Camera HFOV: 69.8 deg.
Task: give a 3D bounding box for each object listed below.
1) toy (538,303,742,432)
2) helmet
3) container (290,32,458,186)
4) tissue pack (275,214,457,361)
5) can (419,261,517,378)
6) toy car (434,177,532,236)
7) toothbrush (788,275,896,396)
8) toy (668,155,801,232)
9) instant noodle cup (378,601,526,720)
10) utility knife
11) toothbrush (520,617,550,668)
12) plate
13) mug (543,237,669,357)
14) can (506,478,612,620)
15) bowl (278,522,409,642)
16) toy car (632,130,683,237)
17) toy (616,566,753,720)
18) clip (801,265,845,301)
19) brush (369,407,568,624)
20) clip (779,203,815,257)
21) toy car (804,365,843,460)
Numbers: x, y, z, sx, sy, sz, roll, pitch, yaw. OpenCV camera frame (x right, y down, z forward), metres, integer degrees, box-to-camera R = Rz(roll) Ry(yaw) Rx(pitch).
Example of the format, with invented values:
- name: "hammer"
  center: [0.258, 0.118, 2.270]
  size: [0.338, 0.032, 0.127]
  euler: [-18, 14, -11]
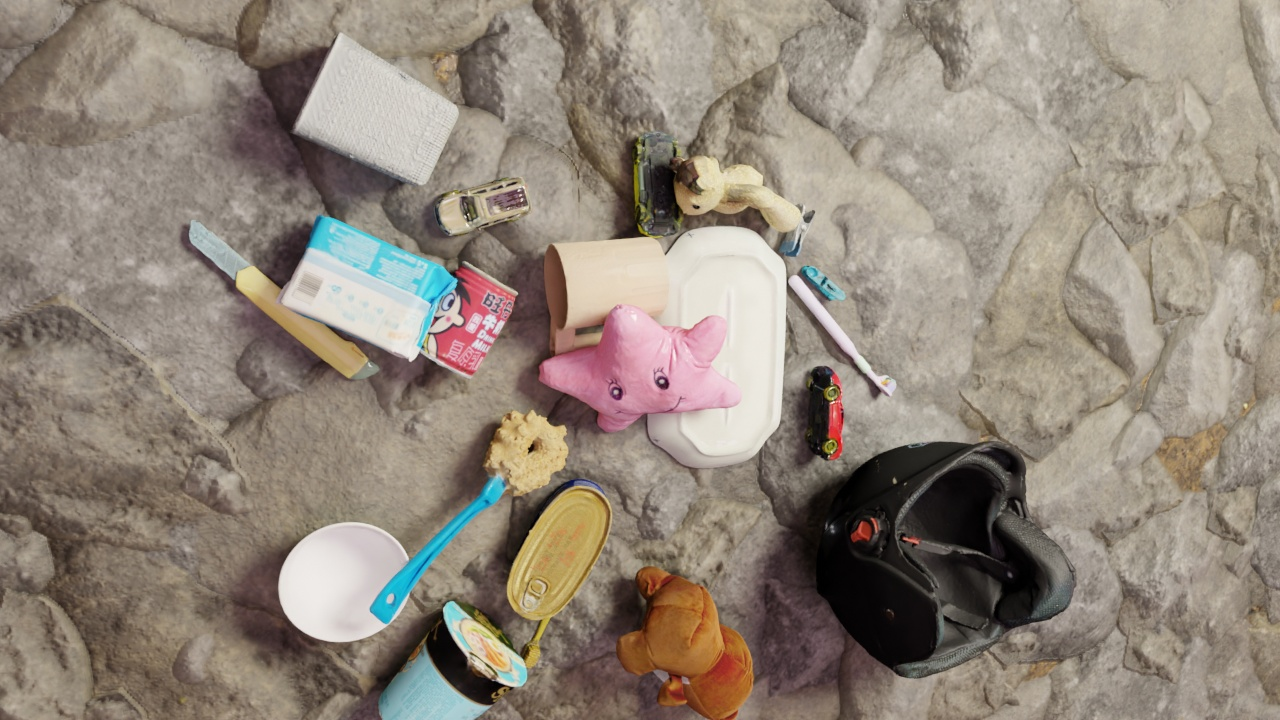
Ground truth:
- name: "toy"
  center: [-0.005, 0.005, 0.892]
  size: [0.195, 0.074, 0.179]
  euler: [-11, 137, 12]
- name: "helmet"
  center: [0.309, 0.203, 0.993]
  size: [0.233, 0.230, 0.275]
  euler: [-2, 104, -34]
- name: "container"
  center: [-0.228, -0.210, 0.794]
  size: [0.114, 0.090, 0.090]
  euler: [25, 93, -25]
- name: "tissue pack"
  center: [-0.243, -0.064, 0.815]
  size: [0.140, 0.063, 0.090]
  euler: [23, 83, 1]
- name: "can"
  center: [-0.164, -0.039, 0.864]
  size: [0.066, 0.066, 0.094]
  euler: [31, 90, -22]
- name: "toy car"
  center: [-0.148, -0.145, 0.864]
  size: [0.090, 0.035, 0.042]
  euler: [-17, 106, -12]
- name: "toothbrush"
  center: [0.226, -0.028, 1.026]
  size: [0.021, 0.029, 0.189]
  euler: [-33, 114, 30]
- name: "toy"
  center: [0.096, -0.163, 0.916]
  size: [0.157, 0.105, 0.066]
  euler: [11, 119, -38]
- name: "instant noodle cup"
  center: [-0.195, 0.323, 0.918]
  size: [0.120, 0.111, 0.111]
  euler: [-45, 112, 3]
- name: "utility knife"
  center: [-0.324, -0.049, 0.832]
  size: [0.031, 0.021, 0.207]
  euler: [-49, 118, -9]
- name: "toothbrush"
  center: [-0.082, 0.242, 0.981]
  size: [0.015, 0.016, 0.190]
  euler: [24, 93, -23]
- name: "plate"
  center: [0.088, -0.008, 0.974]
  size: [0.162, 0.034, 0.266]
  euler: [-2, 103, -18]
- name: "mug"
  center: [-0.036, -0.060, 0.904]
  size: [0.103, 0.084, 0.125]
  euler: [-8, 129, -19]
- name: "can"
  center: [-0.084, 0.192, 0.943]
  size: [0.074, 0.049, 0.148]
  euler: [29, 91, -6]
- name: "bowl"
  center: [-0.282, 0.200, 0.877]
  size: [0.118, 0.065, 0.118]
  euler: [-4, 104, -18]
- name: "toy car"
  center: [0.015, -0.175, 0.915]
  size: [0.048, 0.032, 0.105]
  euler: [-2, 91, -21]
- name: "toy"
  center: [0.054, 0.320, 0.993]
  size: [0.199, 0.131, 0.139]
  euler: [46, 46, -32]
- name: "clip"
  center: [0.199, -0.084, 1.004]
  size: [0.056, 0.040, 0.014]
  euler: [39, 86, -15]
- name: "brush"
  center: [-0.164, 0.146, 0.883]
  size: [0.254, 0.046, 0.083]
  euler: [-48, 124, -22]
- name: "clip"
  center: [0.167, -0.139, 0.979]
  size: [0.033, 0.025, 0.057]
  euler: [25, 88, -27]
- name: "toy car"
  center: [0.207, 0.057, 1.022]
  size: [0.031, 0.049, 0.106]
  euler: [-7, 104, -18]
